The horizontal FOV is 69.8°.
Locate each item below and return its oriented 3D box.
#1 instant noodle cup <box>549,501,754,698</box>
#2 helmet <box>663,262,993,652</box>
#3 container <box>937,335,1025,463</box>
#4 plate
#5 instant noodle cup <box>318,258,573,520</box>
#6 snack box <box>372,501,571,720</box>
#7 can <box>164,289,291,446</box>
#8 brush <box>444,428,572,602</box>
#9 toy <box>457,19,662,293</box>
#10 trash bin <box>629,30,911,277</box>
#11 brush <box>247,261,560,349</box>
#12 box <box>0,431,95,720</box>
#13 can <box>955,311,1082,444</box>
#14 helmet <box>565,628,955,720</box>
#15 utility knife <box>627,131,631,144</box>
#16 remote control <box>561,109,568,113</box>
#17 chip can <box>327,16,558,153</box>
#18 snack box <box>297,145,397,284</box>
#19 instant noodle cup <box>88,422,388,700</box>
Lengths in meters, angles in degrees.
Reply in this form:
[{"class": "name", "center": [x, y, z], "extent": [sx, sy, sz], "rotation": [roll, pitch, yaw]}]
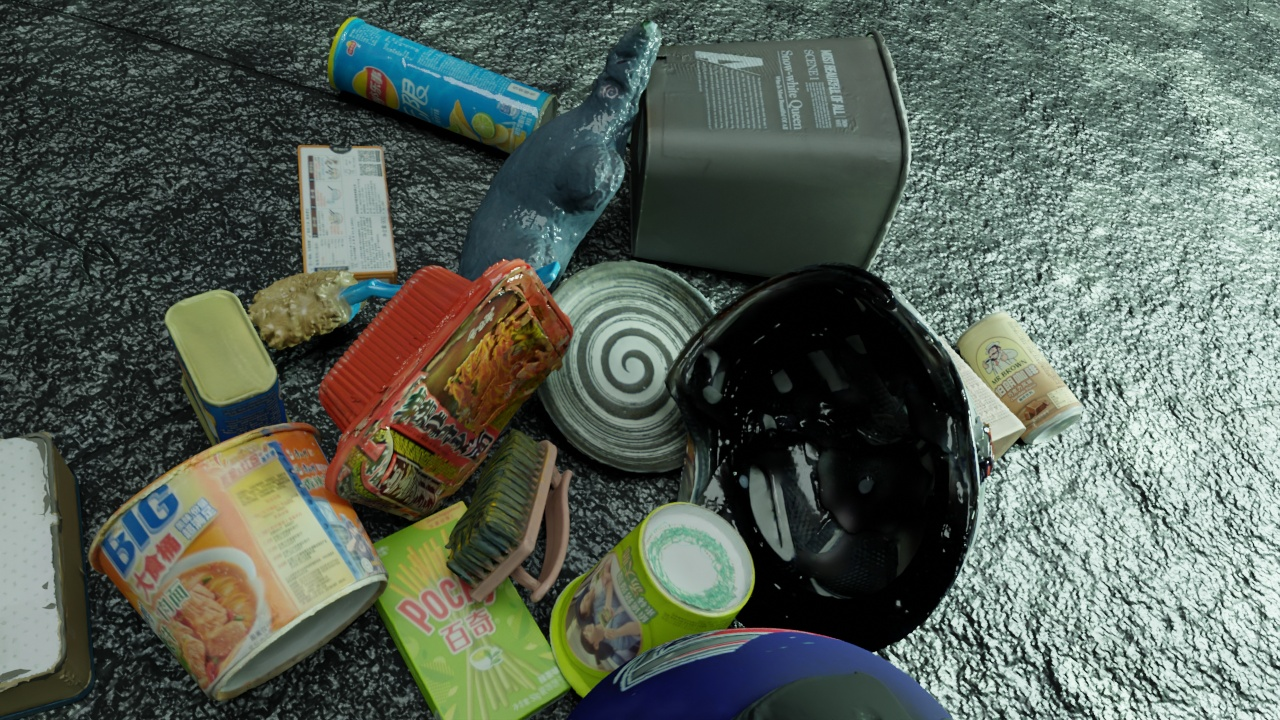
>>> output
[{"class": "instant noodle cup", "center": [0.013, 0.158, 0.603], "extent": [0.111, 0.124, 0.111], "rotation": [17, 44, -17]}, {"class": "helmet", "center": [0.149, 0.073, 0.679], "extent": [0.156, 0.231, 0.273], "rotation": [16, 53, -53]}, {"class": "container", "center": [0.242, 0.048, 0.776], "extent": [0.090, 0.090, 0.111], "rotation": [-17, 59, -25]}, {"class": "plate", "center": [-0.004, 0.004, 0.748], "extent": [0.179, 0.024, 0.179], "rotation": [6, 72, -20]}, {"class": "instant noodle cup", "center": [-0.135, 0.012, 0.624], "extent": [0.079, 0.164, 0.188], "rotation": [37, 81, 17]}, {"class": "snack box", "center": [-0.124, 0.180, 0.629], "extent": [0.085, 0.026, 0.156], "rotation": [-24, 64, -28]}, {"class": "can", "center": [-0.298, 0.012, 0.665], "extent": [0.057, 0.083, 0.102], "rotation": [-25, 65, -28]}, {"class": "brush", "center": [-0.084, 0.106, 0.652], "extent": [0.073, 0.063, 0.145], "rotation": [37, 24, -14]}, {"class": "toy", "center": [-0.083, -0.123, 0.769], "extent": [0.091, 0.138, 0.356], "rotation": [31, 84, -20]}, {"class": "trash bin", "center": [0.105, -0.186, 0.846], "extent": [0.219, 0.199, 0.198], "rotation": [3, 55, -6]}, {"class": "brush", "center": [-0.184, -0.049, 0.700], "extent": [0.255, 0.046, 0.083], "rotation": [-6, 28, 11]}, {"class": "box", "center": [-0.397, 0.139, 0.569], "extent": [0.089, 0.061, 0.184], "rotation": [-10, 61, -20]}, {"class": "can", "center": [0.346, 0.016, 0.842], "extent": [0.058, 0.059, 0.116], "rotation": [-15, 61, -23]}, {"class": "helmet", "center": [0.087, 0.270, 0.493], "extent": [0.315, 0.248, 0.240], "rotation": [10, 36, -18]}, {"class": "utility knife", "center": [0.060, -0.250, 0.981], "extent": [0.181, 0.013, 0.029], "rotation": [-14, 61, -22]}, {"class": "remote control", "center": [-0.069, -0.188, 0.901], "extent": [0.058, 0.021, 0.149], "rotation": [18, 53, -2]}, {"class": "chip can", "center": [-0.190, -0.261, 0.890], "extent": [0.210, 0.071, 0.071], "rotation": [21, 53, 0]}, {"class": "snack box", "center": [-0.259, -0.128, 0.808], "extent": [0.075, 0.026, 0.153], "rotation": [-4, 58, -18]}, {"class": "instant noodle cup", "center": [-0.237, 0.127, 0.569], "extent": [0.151, 0.152, 0.111], "rotation": [-32, 77, -30]}]
